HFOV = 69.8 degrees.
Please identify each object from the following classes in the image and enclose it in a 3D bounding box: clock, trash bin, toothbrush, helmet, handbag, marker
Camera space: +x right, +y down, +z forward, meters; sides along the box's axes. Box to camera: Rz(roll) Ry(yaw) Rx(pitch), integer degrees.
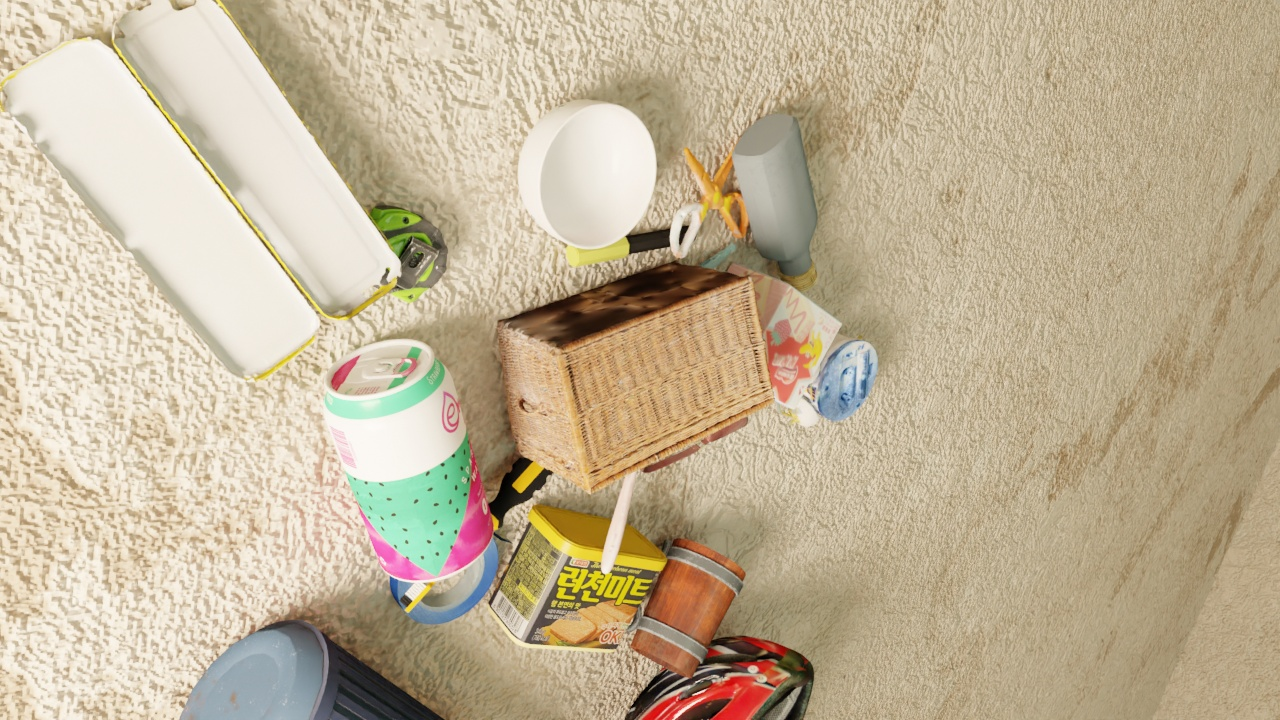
[{"bbox_3d":[0.187,0.019,0.941,0.125,0.052,0.089,-22,124,-30],"label":"clock"},{"bbox_3d":[-0.216,0.305,0.691,0.139,0.139,0.249,-45,130,-14],"label":"trash bin"},{"bbox_3d":[-0.009,0.094,0.787,0.018,0.016,0.180,37,57,-38],"label":"toothbrush"},{"bbox_3d":[0.072,0.393,0.942,0.272,0.167,0.217,-58,150,11],"label":"helmet"},{"bbox_3d":[0.047,0.071,0.872,0.119,0.029,0.055,-33,130,-17],"label":"handbag"},{"bbox_3d":[-0.119,0.124,0.737,0.031,0.031,0.196,43,64,-2],"label":"toothbrush"},{"bbox_3d":[-0.005,-0.097,0.751,0.123,0.017,0.021,-15,120,-35],"label":"marker"}]

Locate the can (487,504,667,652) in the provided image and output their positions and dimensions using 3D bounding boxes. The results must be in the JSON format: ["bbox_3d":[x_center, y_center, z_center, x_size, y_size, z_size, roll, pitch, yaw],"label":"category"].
[{"bbox_3d":[-0.056,0.196,0.813,0.130,0.072,0.101,21,99,-43],"label":"can"}]

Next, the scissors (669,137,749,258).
[{"bbox_3d":[0.060,-0.135,0.776,0.128,0.011,0.125,-62,142,-17],"label":"scissors"}]

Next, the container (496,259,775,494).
[{"bbox_3d":[-0.004,0.004,0.723,0.198,0.114,0.113,-22,114,-28],"label":"container"}]

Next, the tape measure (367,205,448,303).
[{"bbox_3d":[-0.162,-0.072,0.620,0.065,0.036,0.058,23,94,-43],"label":"tape measure"}]

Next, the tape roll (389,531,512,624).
[{"bbox_3d":[-0.160,0.171,0.752,0.091,0.016,0.093,34,87,-44],"label":"tape roll"}]

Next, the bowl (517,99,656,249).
[{"bbox_3d":[-0.044,-0.139,0.674,0.104,0.054,0.105,-17,122,-31],"label":"bowl"}]

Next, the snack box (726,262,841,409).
[{"bbox_3d":[0.113,-0.022,0.841,0.093,0.079,0.095,28,92,-43],"label":"snack box"}]

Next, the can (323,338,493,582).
[{"bbox_3d":[-0.163,0.074,0.654,0.088,0.088,0.166,-27,125,-27],"label":"can"}]

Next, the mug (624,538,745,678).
[{"bbox_3d":[0.028,0.233,0.892,0.117,0.082,0.111,29,70,-1],"label":"mug"}]

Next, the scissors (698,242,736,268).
[{"bbox_3d":[0.036,-0.063,0.804,0.136,0.015,0.056,-36,127,-15],"label":"scissors"}]

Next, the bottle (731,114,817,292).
[{"bbox_3d":[0.127,-0.131,0.817,0.072,0.046,0.161,-53,138,-32],"label":"bottle"}]

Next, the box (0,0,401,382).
[{"bbox_3d":[-0.243,-0.096,0.532,0.127,0.023,0.209,-37,121,-12],"label":"box"}]
